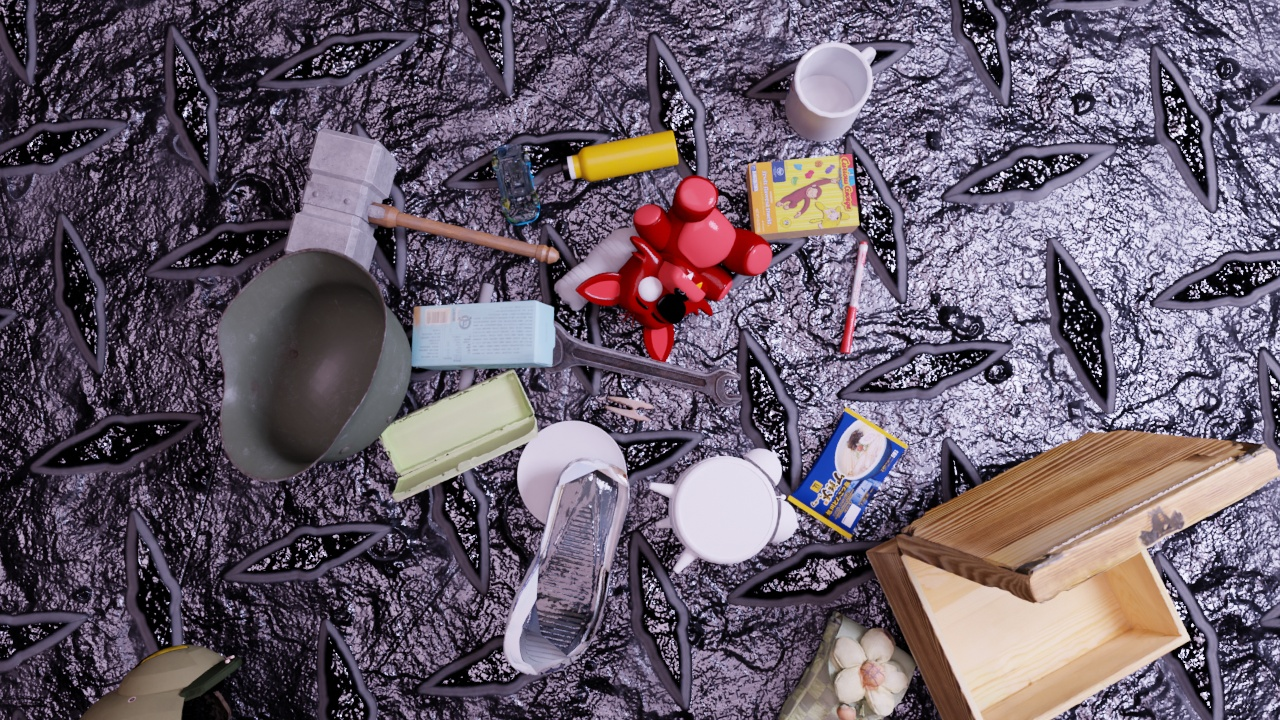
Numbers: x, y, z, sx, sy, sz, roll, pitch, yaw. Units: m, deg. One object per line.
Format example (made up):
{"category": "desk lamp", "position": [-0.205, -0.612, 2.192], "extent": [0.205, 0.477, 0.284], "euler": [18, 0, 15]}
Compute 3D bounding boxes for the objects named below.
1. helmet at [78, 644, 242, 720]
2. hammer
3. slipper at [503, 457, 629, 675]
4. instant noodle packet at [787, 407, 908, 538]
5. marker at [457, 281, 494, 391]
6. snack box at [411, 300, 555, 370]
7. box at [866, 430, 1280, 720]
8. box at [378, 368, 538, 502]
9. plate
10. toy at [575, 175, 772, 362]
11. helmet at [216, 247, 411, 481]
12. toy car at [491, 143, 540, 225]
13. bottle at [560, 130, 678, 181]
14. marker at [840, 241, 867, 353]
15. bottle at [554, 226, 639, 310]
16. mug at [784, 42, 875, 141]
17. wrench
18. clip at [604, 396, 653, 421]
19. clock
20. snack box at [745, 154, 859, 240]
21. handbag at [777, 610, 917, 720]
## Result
{"category": "helmet", "position": [-0.503, 0.441, 0.992], "extent": [0.233, 0.256, 0.250], "euler": [-21, 84, -3]}
{"category": "hammer", "position": [-0.254, -0.163, 1.127], "extent": [0.318, 0.083, 0.162], "euler": [14, 86, 3]}
{"category": "slipper", "position": [-0.085, 0.245, 1.098], "extent": [0.111, 0.063, 0.263], "euler": [16, 88, -8]}
{"category": "instant noodle packet", "position": [0.252, 0.136, 1.115], "extent": [0.087, 0.026, 0.134], "euler": [33, 87, 7]}
{"category": "marker", "position": [-0.206, -0.029, 1.149], "extent": [0.016, 0.016, 0.140], "euler": [12, 86, 3]}
{"category": "snack box", "position": [-0.191, -0.028, 1.105], "extent": [0.175, 0.053, 0.075], "euler": [-2, 82, 21]}
{"category": "box", "position": [0.439, 0.216, 0.930], "extent": [0.279, 0.337, 0.286], "euler": [-23, 83, -11]}
{"category": "box", "position": [-0.222, 0.084, 1.104], "extent": [0.188, 0.098, 0.082], "euler": [-25, 101, -3]}
{"category": "plate", "position": [-0.084, 0.142, 1.133], "extent": [0.134, 0.011, 0.134], "euler": [0, 86, 2]}
{"category": "toy", "position": [0.042, -0.108, 1.097], "extent": [0.197, 0.120, 0.158], "euler": [-48, 119, 1]}
{"category": "helmet", "position": [-0.367, 0.021, 1.077], "extent": [0.227, 0.154, 0.267], "euler": [29, 85, 23]}
{"category": "toy car", "position": [-0.155, -0.220, 1.154], "extent": [0.048, 0.032, 0.105], "euler": [-15, 80, 1]}
{"category": "bottle", "position": [-0.027, -0.252, 1.146], "extent": [0.143, 0.043, 0.043], "euler": [-11, 85, 1]}
{"category": "marker", "position": [0.266, -0.078, 1.139], "extent": [0.013, 0.013, 0.142], "euler": [10, 86, 3]}
{"category": "bottle", "position": [-0.045, -0.120, 1.136], "extent": [0.136, 0.044, 0.044], "euler": [-42, 85, -2]}
{"category": "mug", "position": [0.239, -0.336, 1.120], "extent": [0.121, 0.090, 0.091], "euler": [-41, 85, -2]}
{"category": "wrench", "position": [-0.007, 0.007, 1.126], "extent": [0.273, 0.010, 0.070], "euler": [13, 123, 2]}
{"category": "clip", "position": [-0.013, 0.056, 1.132], "extent": [0.049, 0.026, 0.061], "euler": [-42, 87, -3]}
{"category": "clock", "position": [0.099, 0.177, 1.102], "extent": [0.161, 0.073, 0.125], "euler": [-16, 85, -6]}
{"category": "snack box", "position": [0.199, -0.200, 1.136], "extent": [0.126, 0.040, 0.088], "euler": [-5, 85, 2]}
{"category": "handbag", "position": [0.237, 0.390, 1.050], "extent": [0.113, 0.117, 0.186], "euler": [31, 85, 3]}
